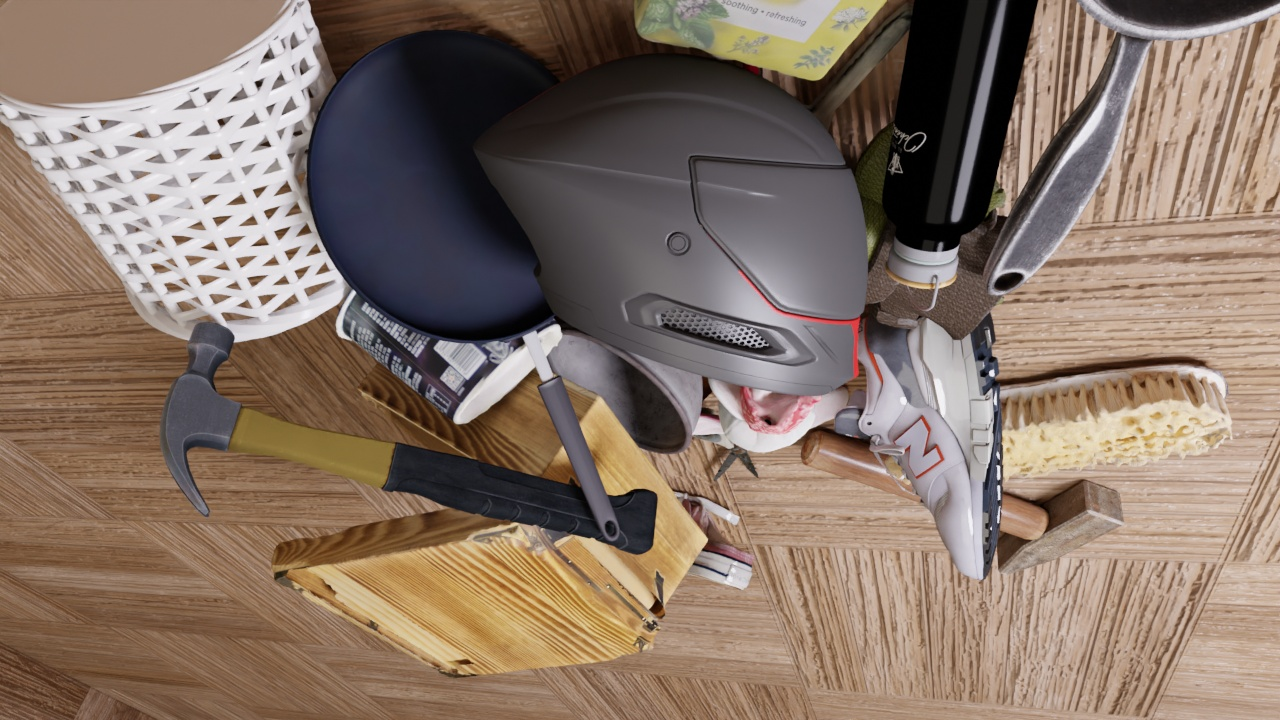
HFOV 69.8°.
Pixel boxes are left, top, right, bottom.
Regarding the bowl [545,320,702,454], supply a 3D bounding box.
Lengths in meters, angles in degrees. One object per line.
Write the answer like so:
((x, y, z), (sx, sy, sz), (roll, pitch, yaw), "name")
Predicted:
((-0.004, 0.004, 0.744), (0.145, 0.067, 0.145), (29, 153, 16), "bowl")

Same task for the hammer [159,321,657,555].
((-0.142, 0.076, 0.614), (0.332, 0.117, 0.025), (18, 150, -20), "hammer")

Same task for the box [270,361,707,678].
((-0.117, 0.166, 0.811), (0.270, 0.263, 0.279), (22, 156, 36), "box")

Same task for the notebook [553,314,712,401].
((-0.032, -0.022, 0.818), (0.225, 0.024, 0.168), (22, 144, -13), "notebook")

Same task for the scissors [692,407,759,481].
((0.098, 0.080, 0.914), (0.168, 0.012, 0.158), (25, 139, -35), "scissors")

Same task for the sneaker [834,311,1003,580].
((0.223, 0.059, 0.746), (0.124, 0.088, 0.240), (1, 106, 29), "sneaker")

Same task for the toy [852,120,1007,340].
((0.187, -0.077, 0.632), (0.153, 0.078, 0.180), (22, 139, -1), "toy")

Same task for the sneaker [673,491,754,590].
((0.036, 0.190, 1.033), (0.118, 0.087, 0.241), (27, 165, -38), "sneaker")

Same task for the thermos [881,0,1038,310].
((0.174, -0.133, 0.514), (0.061, 0.061, 0.232), (6, 124, 9), "thermos")

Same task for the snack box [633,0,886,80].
((0.077, -0.210, 0.447), (0.121, 0.045, 0.181), (8, 157, -18), "snack box")

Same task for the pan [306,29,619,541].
((-0.084, -0.038, 0.607), (0.021, 0.198, 0.356), (-1, 113, 61), "pan")

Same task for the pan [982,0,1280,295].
((0.257, -0.172, 0.459), (0.187, 0.055, 0.358), (3, 141, -13), "pan")

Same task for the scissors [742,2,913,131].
((0.097, -0.170, 0.589), (0.180, 0.015, 0.195), (-13, 138, 31), "scissors")

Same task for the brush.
((0.345, 0.057, 0.781), (0.272, 0.056, 0.083), (-11, 135, 29), "brush")

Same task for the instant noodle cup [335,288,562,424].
((-0.133, -0.026, 0.672), (0.112, 0.136, 0.138), (47, 141, 5), "instant noodle cup")

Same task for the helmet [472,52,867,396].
((0.029, -0.094, 0.555), (0.264, 0.164, 0.170), (15, 104, -6), "helmet")

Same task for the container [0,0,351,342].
((-0.281, -0.141, 0.596), (0.189, 0.188, 0.187), (6, 142, 10), "container")

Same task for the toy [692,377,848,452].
((0.105, 0.032, 0.764), (0.159, 0.084, 0.194), (-10, 162, 3), "toy")

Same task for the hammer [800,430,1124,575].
((0.298, 0.133, 0.915), (0.300, 0.037, 0.158), (20, 143, -9), "hammer")
